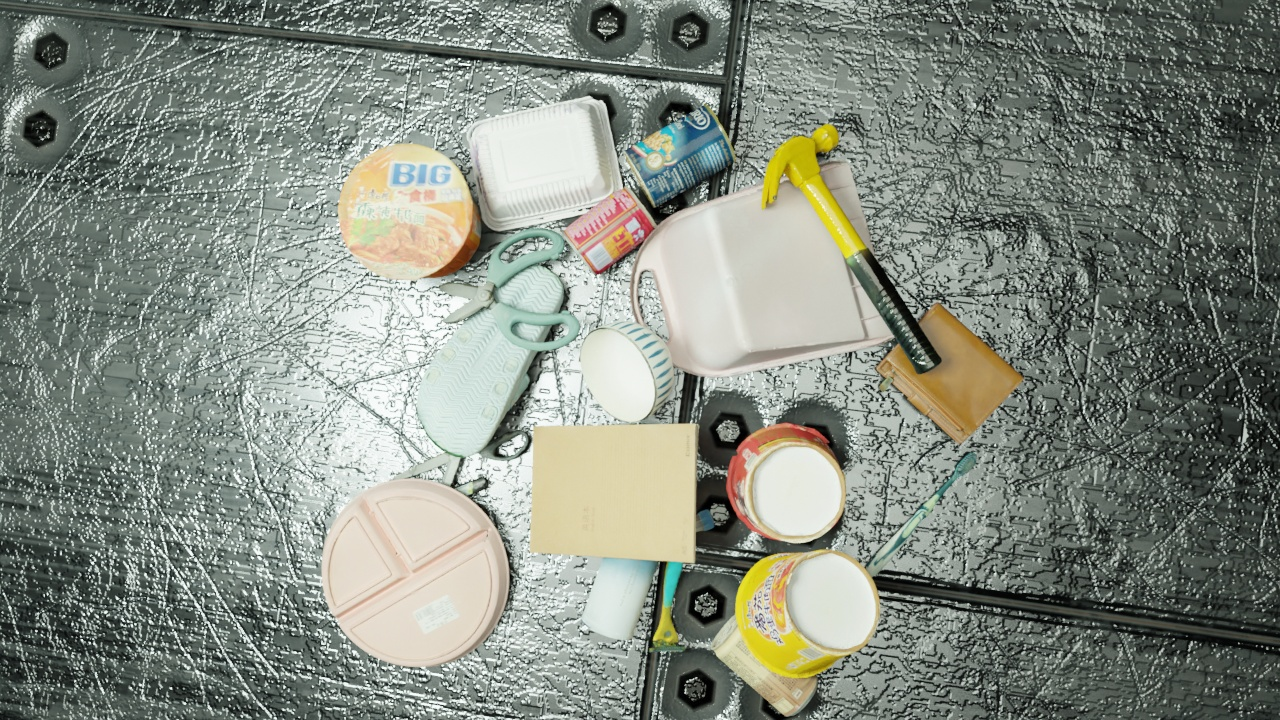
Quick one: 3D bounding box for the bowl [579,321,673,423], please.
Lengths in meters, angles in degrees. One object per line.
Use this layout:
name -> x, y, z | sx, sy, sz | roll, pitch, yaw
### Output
bowl -> -0.006, 0.006, 1.048 | 0.066, 0.117, 0.116 | -29, 86, -41

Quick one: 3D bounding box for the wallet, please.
wallet -> 0.349, 0.019, 1.049 | 0.130, 0.035, 0.119 | 44, 92, 6

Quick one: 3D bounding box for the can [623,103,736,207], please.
can -> 0.044, -0.234, 1.056 | 0.111, 0.075, 0.075 | -29, 87, 3

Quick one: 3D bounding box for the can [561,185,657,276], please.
can -> -0.035, -0.151, 1.064 | 0.094, 0.066, 0.066 | -37, 86, 2

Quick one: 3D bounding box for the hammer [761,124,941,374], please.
hammer -> 0.241, -0.118, 1.023 | 0.128, 0.033, 0.300 | -32, 89, -25

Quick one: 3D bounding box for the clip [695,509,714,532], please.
clip -> 0.058, 0.194, 1.075 | 0.056, 0.027, 0.024 | -20, 90, -8

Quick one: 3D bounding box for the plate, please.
plate -> -0.268, 0.253, 1.076 | 0.229, 0.028, 0.229 | 1, 95, 6

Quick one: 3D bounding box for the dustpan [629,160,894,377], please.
dustpan -> 0.135, -0.098, 1.081 | 0.272, 0.139, 0.222 | -11, 85, -25

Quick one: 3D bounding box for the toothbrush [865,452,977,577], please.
toothbrush -> 0.323, 0.179, 1.055 | 0.016, 0.018, 0.191 | 41, 91, 4

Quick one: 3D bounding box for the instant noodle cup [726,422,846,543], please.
instant noodle cup -> 0.165, 0.142, 1.022 | 0.138, 0.108, 0.138 | 0, 89, 4

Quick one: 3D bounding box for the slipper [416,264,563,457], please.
slipper -> -0.171, -0.003, 1.070 | 0.104, 0.074, 0.245 | 28, 74, 8

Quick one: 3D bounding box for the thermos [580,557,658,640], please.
thermos -> -0.004, 0.206, 1.051 | 0.070, 0.070, 0.220 | 19, 91, 4

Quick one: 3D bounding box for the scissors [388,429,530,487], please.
scissors -> -0.213, 0.110, 1.091 | 0.159, 0.014, 0.181 | 9, 86, 5

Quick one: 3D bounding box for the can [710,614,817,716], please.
can -> 0.141, 0.345, 1.043 | 0.116, 0.058, 0.058 | 41, 91, 4

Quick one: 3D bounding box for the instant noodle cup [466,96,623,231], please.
instant noodle cup -> -0.116, -0.235, 1.076 | 0.173, 0.060, 0.138 | -11, 88, 5

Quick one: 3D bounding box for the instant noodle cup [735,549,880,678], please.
instant noodle cup -> 0.185, 0.267, 0.992 | 0.138, 0.110, 0.137 | 5, 66, -13

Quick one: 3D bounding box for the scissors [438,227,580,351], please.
scissors -> -0.139, -0.090, 1.053 | 0.170, 0.019, 0.180 | 16, 70, 6

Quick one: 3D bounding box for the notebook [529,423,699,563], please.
notebook -> -0.033, 0.147, 1.036 | 0.212, 0.012, 0.149 | -3, 81, 27

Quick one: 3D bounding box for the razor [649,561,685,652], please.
razor -> 0.037, 0.274, 1.067 | 0.043, 0.028, 0.132 | 6, 92, -19

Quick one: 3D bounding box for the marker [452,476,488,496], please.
marker -> -0.240, 0.167, 1.097 | 0.124, 0.015, 0.018 | -22, 88, 0

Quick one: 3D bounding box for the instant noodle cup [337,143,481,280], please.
instant noodle cup -> -0.254, -0.161, 1.056 | 0.151, 0.111, 0.151 | 0, 89, 4
